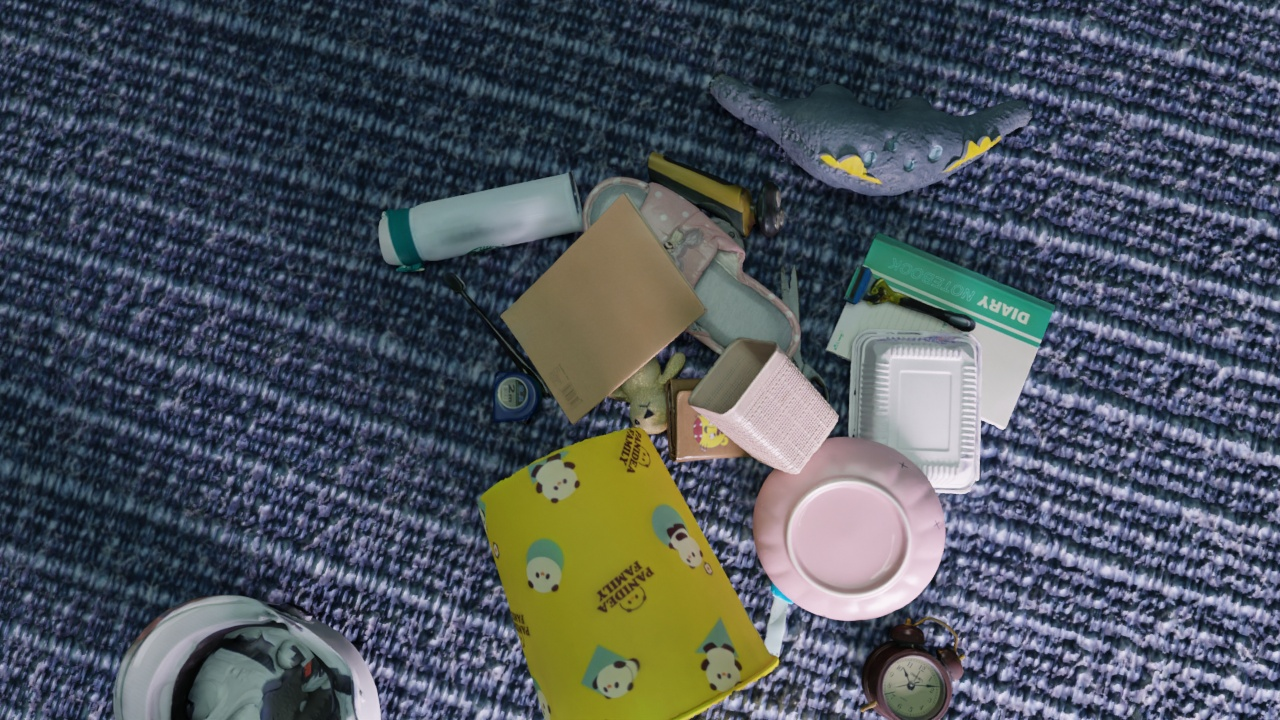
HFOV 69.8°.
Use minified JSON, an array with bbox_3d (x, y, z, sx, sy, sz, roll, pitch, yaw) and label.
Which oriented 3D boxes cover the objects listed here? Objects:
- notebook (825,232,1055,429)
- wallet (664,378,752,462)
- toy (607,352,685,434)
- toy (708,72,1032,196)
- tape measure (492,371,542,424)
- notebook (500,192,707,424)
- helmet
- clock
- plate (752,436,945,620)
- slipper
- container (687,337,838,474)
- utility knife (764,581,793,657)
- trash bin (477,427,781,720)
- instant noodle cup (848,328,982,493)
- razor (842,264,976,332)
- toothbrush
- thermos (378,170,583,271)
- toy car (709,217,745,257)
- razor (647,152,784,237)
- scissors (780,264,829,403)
[{"bbox_3d":[0.328,-0.035,1.004,0.209,0.012,0.150,24,83,6],"label":"notebook"},{"bbox_3d":[0.084,0.060,0.968,0.115,0.033,0.090,-1,89,-21],"label":"wallet"},{"bbox_3d":[-0.006,0.006,0.981,0.105,0.066,0.157,-22,92,9],"label":"toy"},{"bbox_3d":[0.247,-0.246,0.998,0.356,0.091,0.137,8,70,1],"label":"toy"},{"bbox_3d":[-0.135,0.040,1.003,0.054,0.025,0.058,0,89,12],"label":"tape measure"},{"bbox_3d":[-0.045,-0.049,0.958,0.212,0.012,0.149,-41,76,30],"label":"notebook"},{"bbox_3d":[-0.370,0.350,0.912,0.259,0.146,0.229,27,82,14],"label":"helmet"},{"bbox_3d":[0.278,0.319,0.934,0.082,0.055,0.122,34,83,7],"label":"clock"},{"bbox_3d":[0.209,0.175,0.925,0.192,0.039,0.192,1,96,11],"label":"plate"},{"bbox_3d":[0.053,-0.089,0.958,0.274,0.054,0.114,41,90,0],"label":"slipper"},{"bbox_3d":[0.126,0.048,0.918,0.111,0.090,0.090,43,78,-21],"label":"container"},{"bbox_3d":[0.158,0.213,0.973,0.034,0.018,0.202,11,84,3],"label":"utility knife"},{"bbox_3d":[-0.026,0.218,0.885,0.229,0.230,0.255,-25,76,-1],"label":"trash bin"},{"bbox_3d":[0.291,0.052,0.959,0.138,0.060,0.173,2,87,6],"label":"instant noodle cup"},{"bbox_3d":[0.293,-0.062,0.992,0.143,0.022,0.043,20,106,4],"label":"razor"},{"bbox_3d":[-0.157,-0.028,1.022,0.016,0.018,0.181,-41,84,11],"label":"toothbrush"},{"bbox_3d":[-0.176,-0.151,1.015,0.224,0.073,0.073,-12,82,1],"label":"thermos"},{"bbox_3d":[0.045,-0.091,1.005,0.158,0.042,0.070,-37,90,2],"label":"toy car"},{"bbox_3d":[0.083,-0.188,1.016,0.167,0.062,0.068,27,115,11],"label":"razor"},{"bbox_3d":[0.159,-0.016,1.007,0.142,0.014,0.173,-37,82,-4],"label":"scissors"}]
